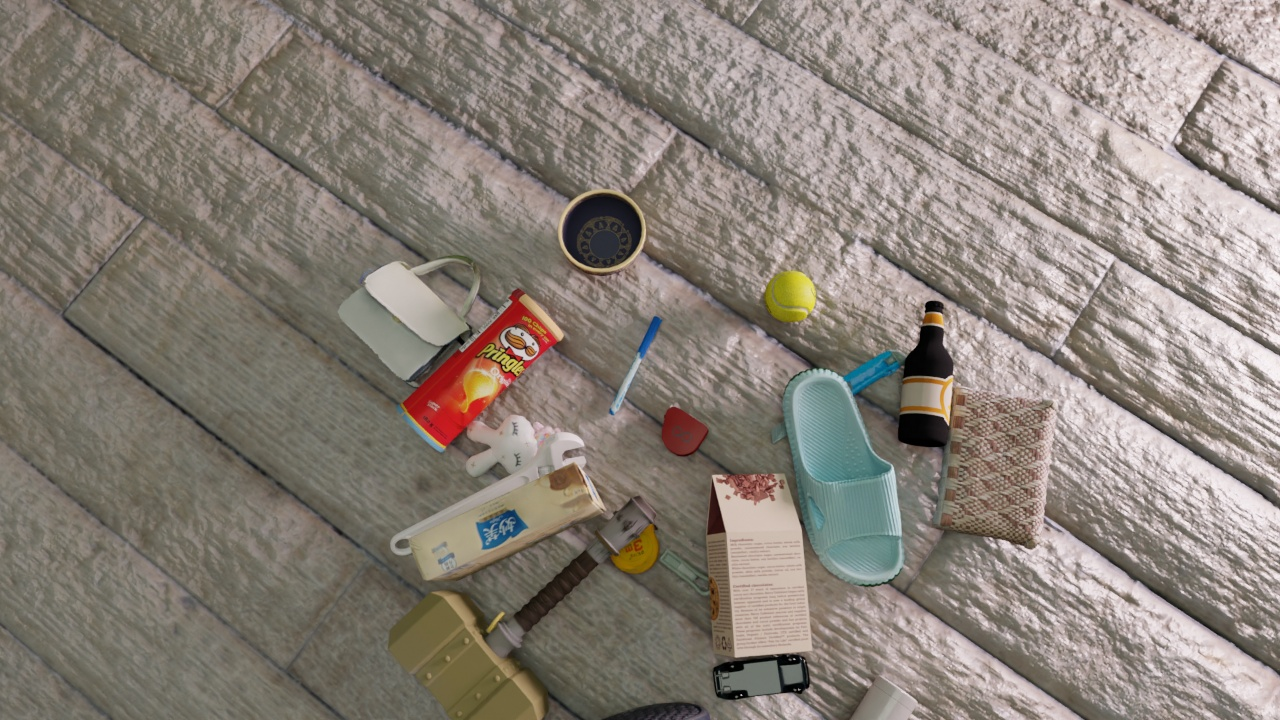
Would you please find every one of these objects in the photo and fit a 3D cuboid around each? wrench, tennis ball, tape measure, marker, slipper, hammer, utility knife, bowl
[{"bbox_3d":[-0.189,0.170,1.142,0.273,0.066,0.018,-29,35,0],"label":"wrench"},{"bbox_3d":[0.191,-0.081,1.170,0.065,0.065,0.065,-1,77,2],"label":"tennis ball"},{"bbox_3d":[0.050,0.092,1.163,0.059,0.019,0.051,33,83,16],"label":"tape measure"},{"bbox_3d":[-0.007,0.007,1.188,0.013,0.013,0.141,24,80,8],"label":"marker"},{"bbox_3d":[-0.006,0.231,1.127,0.068,0.030,0.059,-25,77,2],"label":"tape measure"},{"bbox_3d":[0.244,0.140,1.112,0.116,0.069,0.276,-15,81,3],"label":"slipper"},{"bbox_3d":[-0.109,0.281,1.080,0.324,0.101,0.190,-42,79,-5],"label":"hammer"},{"bbox_3d":[0.251,0.044,1.167,0.207,0.015,0.031,-33,73,-3],"label":"utility knife"},{"bbox_3d":[-0.049,-0.160,1.201,0.112,0.061,0.112,-1,77,2],"label":"bowl"},{"bbox_3d":[-0.046,0.459,1.041,0.268,0.111,0.083,-15,80,2],"label":"slipper"}]

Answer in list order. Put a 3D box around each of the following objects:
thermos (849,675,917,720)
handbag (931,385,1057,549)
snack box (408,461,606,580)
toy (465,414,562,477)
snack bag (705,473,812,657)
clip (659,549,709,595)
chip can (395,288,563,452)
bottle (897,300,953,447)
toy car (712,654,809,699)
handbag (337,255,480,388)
[{"bbox_3d":[0.235,0.471,1.051,0.052,0.052,0.224,34,81,9],"label":"thermos"},{"bbox_3d":[0.434,0.129,1.123,0.124,0.047,0.185,10,78,13],"label":"handbag"},{"bbox_3d":[-0.150,0.193,1.080,0.207,0.153,0.055,-25,76,-3],"label":"snack box"},{"bbox_3d":[-0.161,0.107,1.159,0.125,0.037,0.076,-5,81,6],"label":"toy"},{"bbox_3d":[0.136,0.238,1.086,0.094,0.070,0.206,1,77,-16],"label":"snack bag"},{"bbox_3d":[0.057,0.259,1.120,0.076,0.043,0.023,36,83,9],"label":"clip"},{"bbox_3d":[-0.201,0.012,1.158,0.213,0.087,0.087,-45,79,-6],"label":"chip can"},{"bbox_3d":[0.359,0.014,1.144,0.059,0.059,0.181,8,78,4],"label":"bottle"},{"bbox_3d":[0.143,0.375,1.086,0.112,0.034,0.046,-7,77,2],"label":"toy car"},{"bbox_3d":[-0.281,-0.072,1.187,0.151,0.074,0.176,44,82,11],"label":"handbag"}]
